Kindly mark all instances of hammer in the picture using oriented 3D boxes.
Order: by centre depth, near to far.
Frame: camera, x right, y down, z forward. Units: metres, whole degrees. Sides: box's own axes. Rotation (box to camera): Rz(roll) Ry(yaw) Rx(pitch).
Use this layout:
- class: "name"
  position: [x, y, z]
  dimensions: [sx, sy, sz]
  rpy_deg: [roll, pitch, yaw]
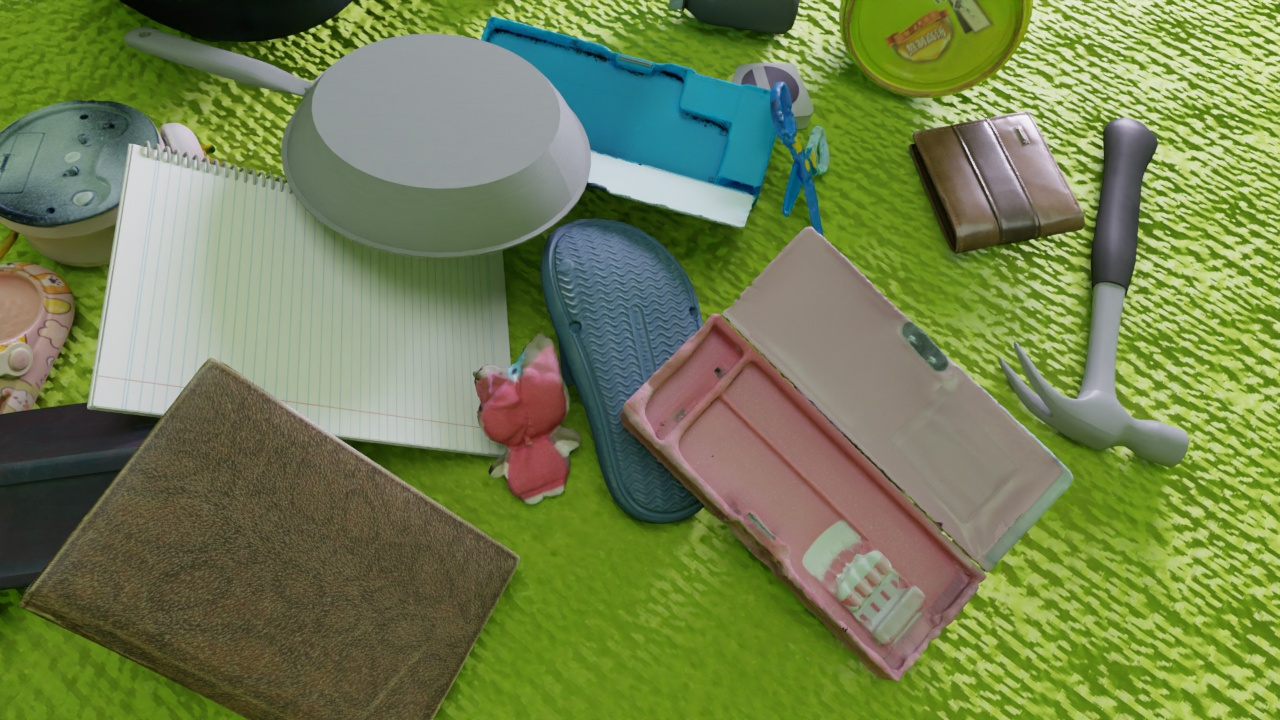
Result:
- class: "hammer"
  position: [0.355, -0.072, 0.698]
  dimensions: [0.125, 0.030, 0.310]
  rpy_deg: [19, 62, 5]

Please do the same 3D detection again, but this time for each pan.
- class: "pan"
  position: [-0.203, -0.178, 0.616]
  dimensions: [0.357, 0.051, 0.200]
  rpy_deg: [23, 53, 8]

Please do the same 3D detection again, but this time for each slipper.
- class: "slipper"
  position: [-0.428, 0.010, 0.562]
  dimensions: [0.093, 0.082, 0.196]
  rpy_deg: [16, 60, 3]
- class: "slipper"
  position: [-0.004, 0.004, 0.614]
  dimensions: [0.103, 0.059, 0.213]
  rpy_deg: [-12, 78, -19]

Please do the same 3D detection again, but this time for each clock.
- class: "clock"
  position: [-0.369, -0.123, 0.645]
  dimensions: [0.158, 0.059, 0.116]
  rpy_deg: [-3, 58, -6]

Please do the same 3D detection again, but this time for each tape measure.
- class: "tape measure"
  position: [0.105, -0.218, 0.760]
  dimensions: [0.064, 0.017, 0.065]
  rpy_deg: [-7, 63, -9]

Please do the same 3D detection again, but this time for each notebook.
- class: "notebook"
  position: [-0.188, 0.133, 0.482]
  dimensions: [0.215, 0.035, 0.189]
  rpy_deg: [39, 63, -23]
- class: "notebook"
  position: [-0.194, -0.034, 0.577]
  dimensions: [0.245, 0.013, 0.177]
  rpy_deg: [11, 58, -33]

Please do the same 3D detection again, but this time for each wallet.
- class: "wallet"
  position: [0.276, -0.141, 0.719]
  dimensions: [0.099, 0.027, 0.121]
  rpy_deg: [-11, 58, 3]

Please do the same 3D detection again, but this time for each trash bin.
- class: "trash bin"
  position: [-0.317, 0.075, 0.517]
  dimensions: [0.161, 0.094, 0.092]
  rpy_deg: [-7, 27, -4]

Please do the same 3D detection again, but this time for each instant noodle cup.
- class: "instant noodle cup"
  position: [0.241, -0.301, 0.750]
  dimensions: [0.146, 0.146, 0.097]
  rpy_deg: [15, 51, 3]

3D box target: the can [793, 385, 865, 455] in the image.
- class: "can"
  position: [0.151, 0.036, 0.610]
  dimensions: [0.101, 0.053, 0.053]
  rpy_deg: [20, 62, 5]

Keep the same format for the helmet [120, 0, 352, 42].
- class: "helmet"
  position: [-0.314, -0.389, 0.695]
  dimensions: [0.235, 0.250, 0.316]
  rpy_deg: [3, 51, -37]

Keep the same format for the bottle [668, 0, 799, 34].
- class: "bottle"
  position: [0.081, -0.317, 0.786]
  dimensions: [0.108, 0.060, 0.060]
  rpy_deg: [8, 62, 0]

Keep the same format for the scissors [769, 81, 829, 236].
- class: "scissors"
  position: [0.124, -0.150, 0.701]
  dimensions: [0.126, 0.015, 0.125]
  rpy_deg: [-25, 103, -53]

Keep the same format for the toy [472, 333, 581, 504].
- class: "toy"
  position: [-0.076, 0.039, 0.588]
  dimensions: [0.065, 0.050, 0.102]
  rpy_deg: [-23, 109, -32]

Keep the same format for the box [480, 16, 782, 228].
- class: "box"
  position: [-0.025, -0.165, 0.696]
  dimensions: [0.243, 0.071, 0.169]
  rpy_deg: [16, 53, 4]

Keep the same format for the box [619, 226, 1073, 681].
- class: "box"
  position: [0.126, 0.054, 0.568]
  dimensions: [0.179, 0.039, 0.232]
  rpy_deg: [-43, 86, -11]
